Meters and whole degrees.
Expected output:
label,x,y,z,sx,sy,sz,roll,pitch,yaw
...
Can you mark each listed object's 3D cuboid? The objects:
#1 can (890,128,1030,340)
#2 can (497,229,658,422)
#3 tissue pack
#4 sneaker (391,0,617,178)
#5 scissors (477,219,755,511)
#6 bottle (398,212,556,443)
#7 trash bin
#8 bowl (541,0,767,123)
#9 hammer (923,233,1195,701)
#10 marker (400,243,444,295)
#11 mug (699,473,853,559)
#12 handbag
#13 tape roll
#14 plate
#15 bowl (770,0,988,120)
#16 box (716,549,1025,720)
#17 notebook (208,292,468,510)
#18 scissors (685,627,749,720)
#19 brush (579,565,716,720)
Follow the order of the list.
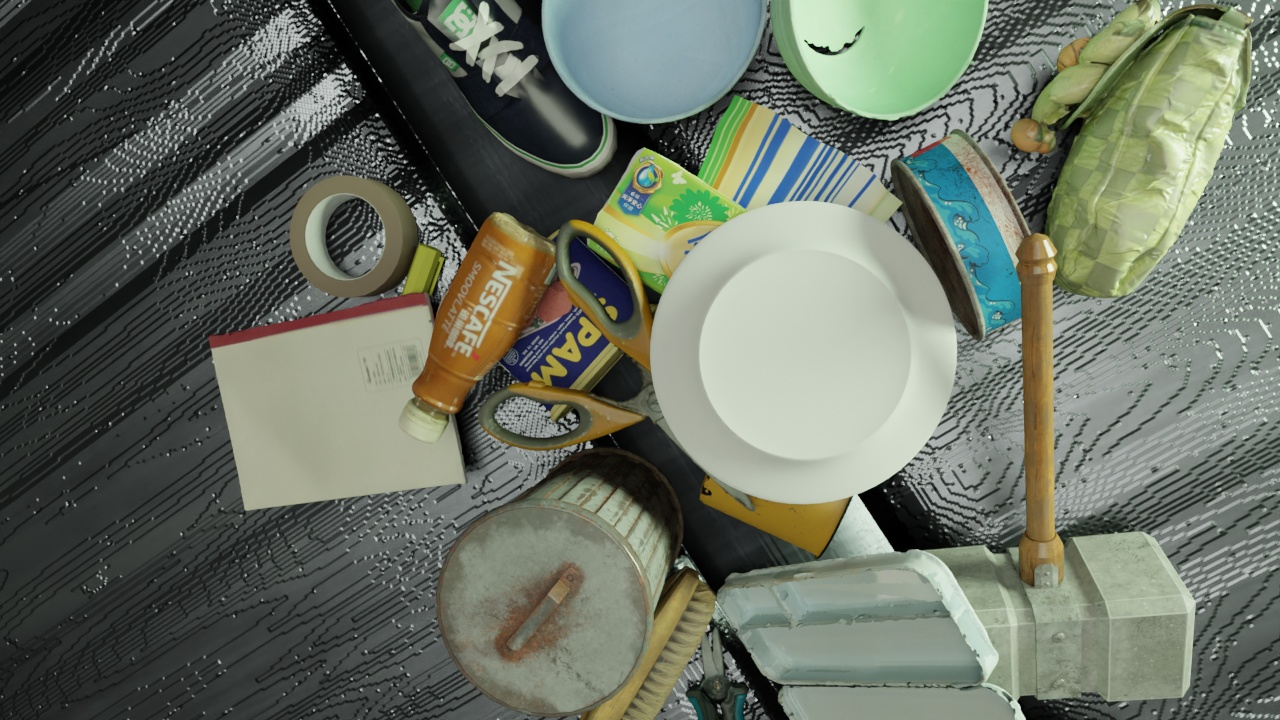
label,x,y,z,sx,sy,sz,roll,pitch,yaw
can,0.210,-0.080,0.593,0.044,0.129,0.130,-26,91,11
can,-0.057,-0.028,0.684,0.092,0.056,0.116,43,101,4
tissue pack,0.084,-0.089,0.627,0.197,0.120,0.141,32,102,-1
sneaker,-0.111,-0.226,0.660,0.084,0.079,0.235,-42,88,10
scissors,-0.004,0.006,0.600,0.225,0.016,0.217,3,102,14
bottle,-0.117,-0.019,0.637,0.059,0.059,0.167,32,100,5
trash bin,-0.043,0.138,0.619,0.131,0.211,0.131,1,96,10
bowl,0.014,-0.236,0.639,0.151,0.074,0.150,1,96,11
hammer,0.250,0.072,0.575,0.163,0.082,0.318,-7,115,11
marker,-0.185,-0.031,0.726,0.021,0.017,0.124,17,102,-25
mug,0.102,0.065,0.636,0.094,0.100,0.124,24,136,9
handbag,0.298,-0.137,0.583,0.117,0.113,0.186,26,100,14
tape roll,-0.224,-0.096,0.718,0.094,0.030,0.094,1,96,10
plate,0.100,-0.004,0.564,0.188,0.016,0.188,0,93,4
bowl,0.145,-0.235,0.603,0.150,0.077,0.151,-5,105,-21
box,0.160,0.218,0.626,0.189,0.037,0.209,56,143,-4
notebook,-0.246,0.037,0.735,0.209,0.012,0.153,-9,94,18
scissors,0.059,0.285,0.715,0.126,0.019,0.144,34,99,6
brush,-0.001,0.243,0.702,0.043,0.059,0.195,29,102,-3
